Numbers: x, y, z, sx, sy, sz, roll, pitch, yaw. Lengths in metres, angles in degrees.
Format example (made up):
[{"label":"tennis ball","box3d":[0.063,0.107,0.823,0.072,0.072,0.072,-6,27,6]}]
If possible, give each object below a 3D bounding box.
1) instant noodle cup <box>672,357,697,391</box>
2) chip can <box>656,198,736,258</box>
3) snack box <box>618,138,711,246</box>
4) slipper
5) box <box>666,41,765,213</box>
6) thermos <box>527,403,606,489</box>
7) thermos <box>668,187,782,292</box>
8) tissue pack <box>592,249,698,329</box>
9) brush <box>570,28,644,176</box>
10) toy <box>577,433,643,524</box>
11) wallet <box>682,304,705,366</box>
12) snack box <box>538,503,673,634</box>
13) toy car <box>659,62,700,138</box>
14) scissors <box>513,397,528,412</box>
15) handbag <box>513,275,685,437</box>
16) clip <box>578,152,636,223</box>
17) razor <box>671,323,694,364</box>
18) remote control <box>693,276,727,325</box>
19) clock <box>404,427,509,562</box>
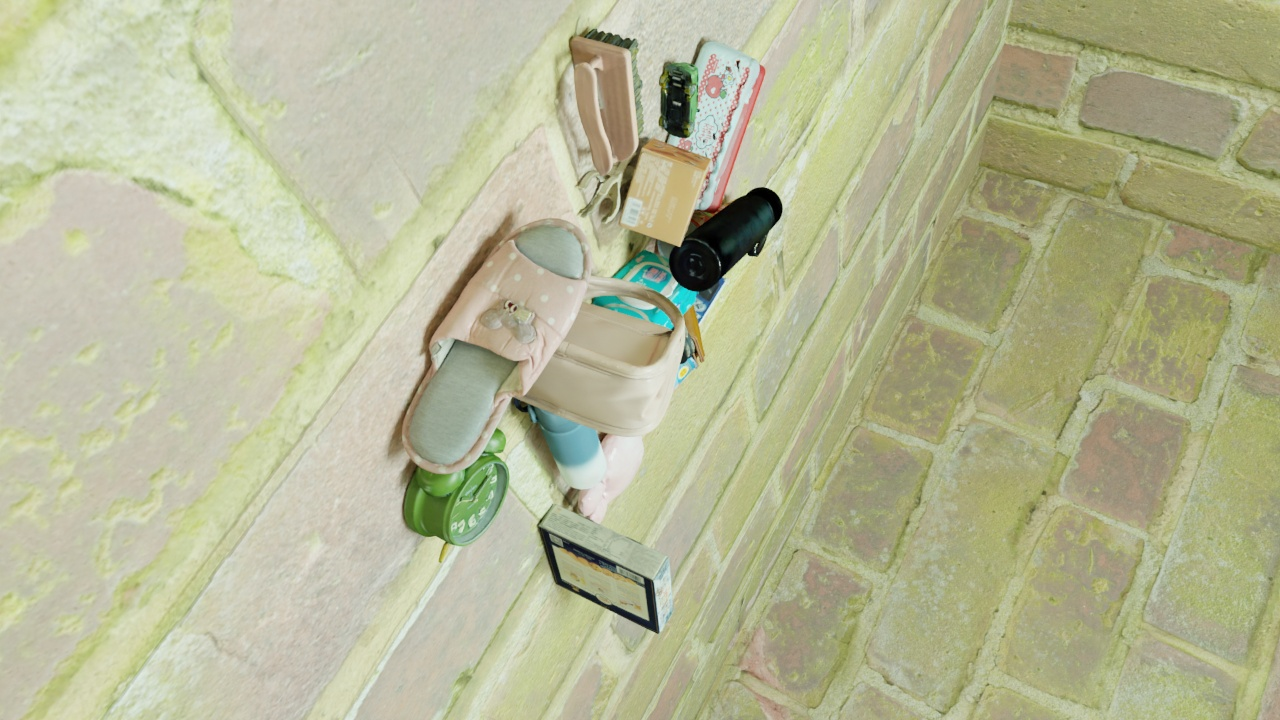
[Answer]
[{"label":"instant noodle cup","box3d":[0.007,0.024,1.274,0.109,0.099,0.099,-54,155,-10]},{"label":"chip can","box3d":[0.105,-0.182,1.302,0.216,0.073,0.073,-30,138,-56]},{"label":"snack box","box3d":[0.030,-0.197,1.070,0.094,0.077,0.093,-67,177,-68]},{"label":"slipper","box3d":[-0.139,-0.017,0.872,0.274,0.114,0.054,-58,170,-3]},{"label":"box","box3d":[0.081,-0.298,1.182,0.095,0.100,0.201,-131,-122,-68]},{"label":"thermos","box3d":[-0.088,0.091,1.133,0.070,0.070,0.221,-57,160,-22]},{"label":"thermos","box3d":[0.121,-0.153,1.195,0.241,0.069,0.090,-41,127,-52]},{"label":"tissue pack","box3d":[0.006,-0.077,1.158,0.133,0.093,0.050,-49,156,-37]},{"label":"brush","box3d":[-0.034,-0.258,0.932,0.072,0.063,0.146,-58,159,-29]},{"label":"toy","box3d":[-0.045,0.164,1.327,0.159,0.054,0.121,-58,155,-28]},{"label":"wallet","box3d":[0.065,-0.065,1.294,0.119,0.035,0.130,71,8,-64]},{"label":"snack box","box3d":[-0.046,0.295,1.290,0.045,0.178,0.183,-56,157,-32]},{"label":"toy car","box3d":[0.048,-0.309,1.091,0.036,0.043,0.091,-47,151,-41]},{"label":"scissors","box3d":[-0.111,0.039,1.116,0.162,0.012,0.163,-39,146,-52]},{"label":"handbag","box3d":[-0.037,-0.031,1.004,0.233,0.193,0.094,-53,158,-52]},{"label":"clip","box3d":[-0.035,-0.206,1.020,0.104,0.035,0.087,-63,159,-19]},{"label":"razor","box3d":[-0.007,0.007,1.184,0.167,0.067,0.062,-29,128,-3]},{"label":"remote control","box3d":[0.081,-0.084,1.378,0.124,0.049,0.024,-57,163,-21]},{"label":"clock","box3d":[-0.189,0.127,0.967,0.115,0.056,0.161,-42,147,-47]}]
